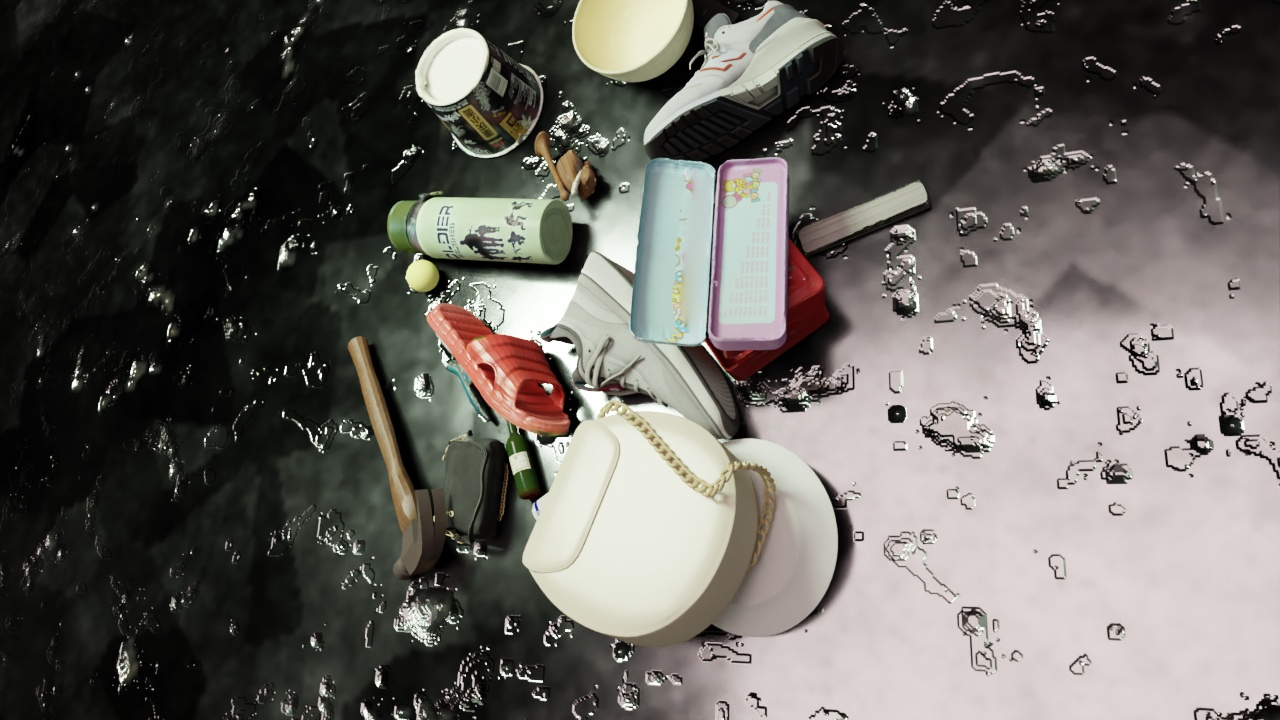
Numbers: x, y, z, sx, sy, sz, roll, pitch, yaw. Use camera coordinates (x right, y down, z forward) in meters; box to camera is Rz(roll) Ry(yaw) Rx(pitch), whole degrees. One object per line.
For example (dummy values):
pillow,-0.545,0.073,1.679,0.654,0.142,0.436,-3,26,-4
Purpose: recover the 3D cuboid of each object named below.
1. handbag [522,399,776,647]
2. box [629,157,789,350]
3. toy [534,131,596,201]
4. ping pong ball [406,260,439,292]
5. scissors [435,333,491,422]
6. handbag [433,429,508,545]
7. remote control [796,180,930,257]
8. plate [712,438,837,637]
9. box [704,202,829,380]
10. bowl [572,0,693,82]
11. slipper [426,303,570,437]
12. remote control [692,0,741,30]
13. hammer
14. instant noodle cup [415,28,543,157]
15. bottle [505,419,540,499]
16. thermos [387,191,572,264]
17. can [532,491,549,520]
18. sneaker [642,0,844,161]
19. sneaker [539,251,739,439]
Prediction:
handbag,-0.001,0.153,0.863,0.209,0.103,0.210,13,73,33
box,0.069,-0.109,0.892,0.151,0.035,0.213,3,63,5
toy,-0.087,-0.230,1.099,0.054,0.042,0.101,-12,56,-17
ping pong ball,-0.272,-0.106,1.148,0.040,0.040,0.040,-7,72,22
scissors,-0.200,0.014,1.092,0.124,0.019,0.147,-10,69,22
handbag,-0.195,0.141,1.033,0.079,0.054,0.128,-2,76,28
remote control,0.230,-0.147,0.948,0.137,0.013,0.033,-22,66,19
plate,0.098,0.169,0.885,0.189,0.016,0.188,-6,80,35
box,0.104,-0.077,0.947,0.134,0.110,0.157,-31,61,1
bowl,0.002,-0.392,1.086,0.151,0.075,0.150,-7,75,27
slipper,-0.151,-0.003,1.028,0.249,0.103,0.059,44,109,35
remote control,0.057,-0.431,1.110,0.150,0.013,0.034,40,97,28
hammer,-0.298,0.101,1.089,0.116,0.033,0.322,-53,51,37
instant noodle cup,-0.207,-0.341,1.148,0.137,0.112,0.137,-7,72,21
bottle,-0.137,0.104,1.032,0.025,0.025,0.106,-26,66,16
thermos,-0.200,-0.163,1.110,0.232,0.082,0.082,6,77,26
can,-0.073,0.142,0.987,0.095,0.032,0.032,-37,63,10
sneaker,0.096,-0.321,1.027,0.240,0.089,0.124,-27,61,6
sneaker,-0.006,0.006,0.969,0.129,0.096,0.263,-49,61,12
